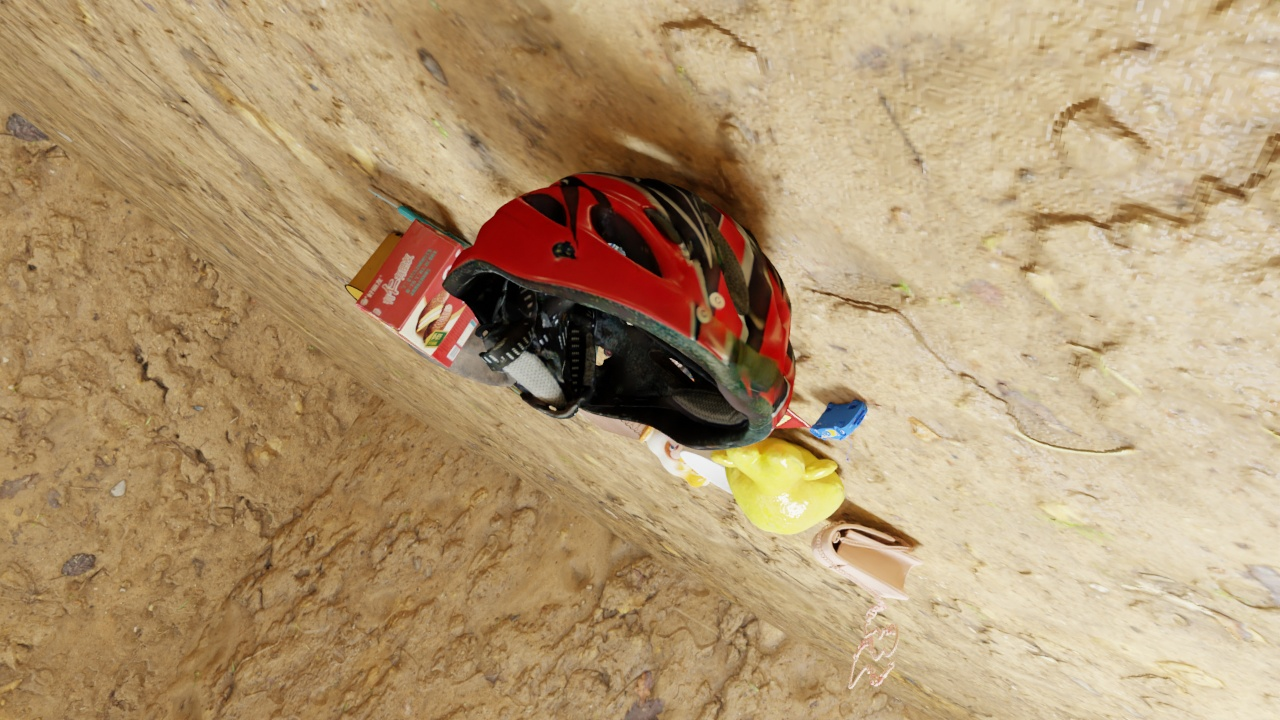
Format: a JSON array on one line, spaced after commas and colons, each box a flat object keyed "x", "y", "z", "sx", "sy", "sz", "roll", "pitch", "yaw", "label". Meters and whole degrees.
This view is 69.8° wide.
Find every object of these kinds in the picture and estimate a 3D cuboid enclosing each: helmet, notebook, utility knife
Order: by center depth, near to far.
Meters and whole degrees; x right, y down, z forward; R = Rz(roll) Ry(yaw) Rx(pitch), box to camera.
[{"x": -0.005, "y": -0.034, "z": 0.631, "sx": 0.272, "sy": 0.166, "sz": 0.217, "roll": 18, "pitch": 159, "yaw": 45, "label": "helmet"}, {"x": -0.250, "y": -0.158, "z": 1.043, "sx": 0.149, "sy": 0.015, "sz": 0.022, "roll": 33, "pitch": 172, "yaw": 10, "label": "utility knife"}, {"x": -0.084, "y": 0.050, "z": 1.351, "sx": 0.210, "sy": 0.022, "sz": 0.169, "roll": 40, "pitch": 165, "yaw": -26, "label": "notebook"}]

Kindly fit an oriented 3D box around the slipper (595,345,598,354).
[{"x": -0.105, "y": -0.039, "z": 1.031, "sx": 0.116, "sy": 0.069, "sz": 0.276, "roll": 38, "pitch": 179, "yaw": -15, "label": "slipper"}]

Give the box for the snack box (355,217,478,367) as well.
[{"x": -0.238, "y": -0.070, "z": 1.055, "sx": 0.060, "sy": 0.113, "sz": 0.236, "roll": 32, "pitch": 173, "yaw": 5, "label": "snack box"}]

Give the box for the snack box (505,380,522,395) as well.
[{"x": -0.223, "y": 0.003, "z": 1.392, "sx": 0.186, "sy": 0.031, "sz": 0.101, "roll": 33, "pitch": 168, "yaw": 6, "label": "snack box"}]

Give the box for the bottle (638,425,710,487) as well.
[{"x": 0.052, "y": 0.118, "z": 1.205, "sx": 0.109, "sy": 0.063, "sz": 0.063, "roll": 33, "pitch": 166, "yaw": -2, "label": "bottle"}]

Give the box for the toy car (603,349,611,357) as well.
[{"x": -0.006, "y": 0.006, "z": 0.994, "sx": 0.092, "sy": 0.037, "sz": 0.040, "roll": 59, "pitch": 165, "yaw": -1, "label": "toy car"}]

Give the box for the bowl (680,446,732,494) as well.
[{"x": 0.110, "y": 0.122, "z": 1.121, "sx": 0.115, "sy": 0.050, "sz": 0.115, "roll": 31, "pitch": 165, "yaw": 9, "label": "bowl"}]

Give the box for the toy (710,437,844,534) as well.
[{"x": 0.147, "y": 0.126, "z": 0.982, "sx": 0.134, "sy": 0.092, "sz": 0.208, "roll": 11, "pitch": 154, "yaw": 25, "label": "toy"}]

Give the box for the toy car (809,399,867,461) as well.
[{"x": 0.187, "y": 0.068, "z": 0.814, "sx": 0.062, "sy": 0.033, "sz": 0.092, "roll": 42, "pitch": 164, "yaw": -9, "label": "toy car"}]

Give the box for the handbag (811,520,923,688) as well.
[{"x": 0.247, "y": 0.289, "z": 1.107, "sx": 0.116, "sy": 0.187, "sz": 0.199, "roll": 23, "pitch": 169, "yaw": 8, "label": "handbag"}]

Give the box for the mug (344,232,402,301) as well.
[{"x": -0.312, "y": -0.098, "z": 1.201, "sx": 0.100, "sy": 0.094, "sz": 0.124, "roll": 31, "pitch": 164, "yaw": 11, "label": "mug"}]

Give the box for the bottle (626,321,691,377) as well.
[{"x": 0.013, "y": -0.029, "z": 0.800, "sx": 0.056, "sy": 0.056, "sz": 0.105, "roll": 23, "pitch": 154, "yaw": 33, "label": "bottle"}]

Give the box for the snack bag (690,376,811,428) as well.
[{"x": 0.085, "y": 0.032, "z": 0.904, "sx": 0.131, "sy": 0.039, "sz": 0.144, "roll": 37, "pitch": 161, "yaw": -15, "label": "snack bag"}]

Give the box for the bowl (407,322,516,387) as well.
[{"x": -0.235, "y": -0.030, "z": 1.265, "sx": 0.162, "sy": 0.070, "sz": 0.162, "roll": 19, "pitch": 162, "yaw": 6, "label": "bowl"}]
